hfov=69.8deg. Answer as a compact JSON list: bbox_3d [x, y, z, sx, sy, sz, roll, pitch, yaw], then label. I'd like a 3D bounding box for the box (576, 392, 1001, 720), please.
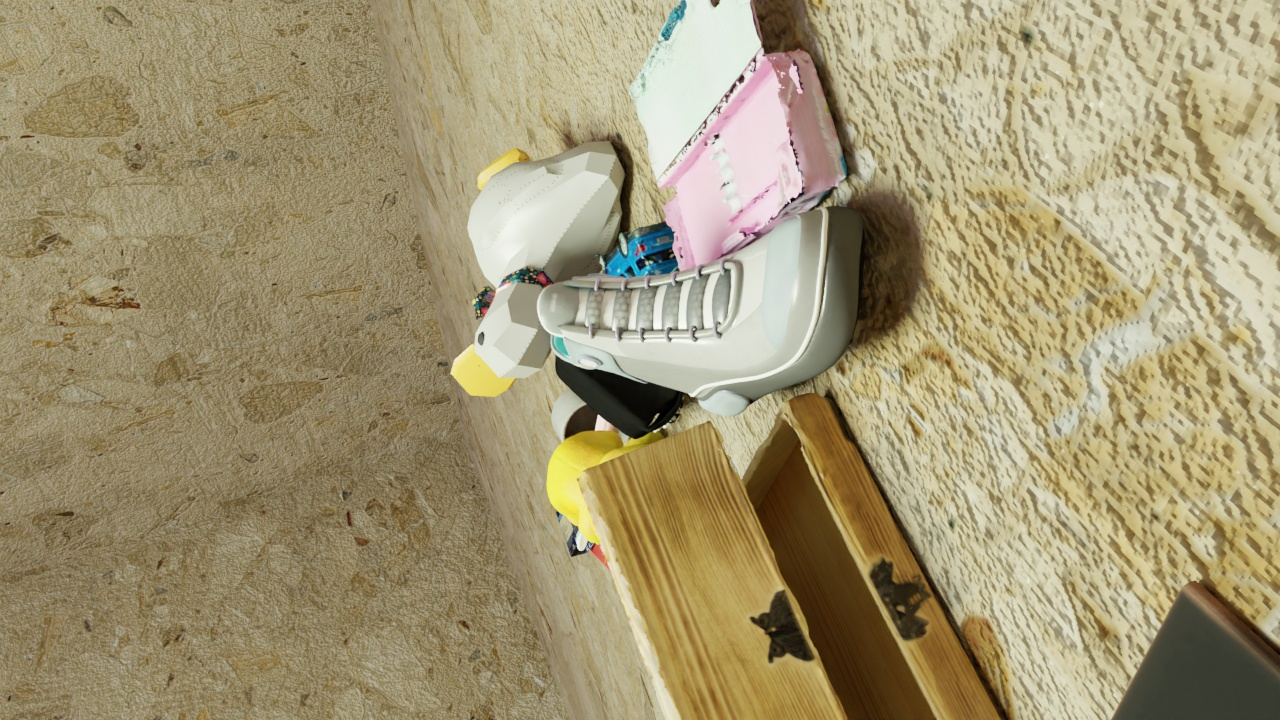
[{"bbox_3d":[0.094,0.207,0.621,0.247,0.176,0.279,82,165,-63],"label":"box"}]

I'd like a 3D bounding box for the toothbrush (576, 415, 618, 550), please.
[{"bbox_3d":[-0.047,0.115,1.045,0.026,0.027,0.223,-130,51,-66],"label":"toothbrush"}]

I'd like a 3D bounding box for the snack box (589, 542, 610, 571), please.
[{"bbox_3d":[-0.026,0.203,1.149,0.236,0.060,0.113,-168,64,-72],"label":"snack box"}]

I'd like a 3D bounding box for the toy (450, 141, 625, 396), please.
[{"bbox_3d":[-0.097,-0.106,0.879,0.247,0.141,0.267,-48,29,28],"label":"toy"}]

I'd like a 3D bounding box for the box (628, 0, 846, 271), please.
[{"bbox_3d":[0.049,-0.150,0.594,0.231,0.035,0.159,150,104,-74],"label":"box"}]

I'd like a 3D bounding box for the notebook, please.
[{"bbox_3d":[0.250,0.197,0.314,0.209,0.008,0.142,-124,24,-47],"label":"notebook"}]

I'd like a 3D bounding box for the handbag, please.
[{"bbox_3d":[-0.005,0.005,0.855,0.125,0.114,0.154,46,168,1],"label":"handbag"}]

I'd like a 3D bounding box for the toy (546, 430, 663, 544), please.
[{"bbox_3d":[-0.023,0.122,0.926,0.087,0.134,0.194,35,171,-28],"label":"toy"}]

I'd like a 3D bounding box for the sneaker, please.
[{"bbox_3d":[0.022,-0.034,0.558,0.257,0.160,0.093,130,149,-74],"label":"sneaker"}]

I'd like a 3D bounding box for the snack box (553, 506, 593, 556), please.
[{"bbox_3d":[-0.081,0.193,1.163,0.150,0.027,0.082,117,137,-64],"label":"snack box"}]

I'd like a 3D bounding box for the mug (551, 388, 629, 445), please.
[{"bbox_3d":[-0.052,0.085,1.106,0.113,0.084,0.070,45,179,-25],"label":"mug"}]

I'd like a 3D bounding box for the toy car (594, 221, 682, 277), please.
[{"bbox_3d":[0.001,-0.085,0.783,0.120,0.056,0.043,155,97,-72],"label":"toy car"}]
